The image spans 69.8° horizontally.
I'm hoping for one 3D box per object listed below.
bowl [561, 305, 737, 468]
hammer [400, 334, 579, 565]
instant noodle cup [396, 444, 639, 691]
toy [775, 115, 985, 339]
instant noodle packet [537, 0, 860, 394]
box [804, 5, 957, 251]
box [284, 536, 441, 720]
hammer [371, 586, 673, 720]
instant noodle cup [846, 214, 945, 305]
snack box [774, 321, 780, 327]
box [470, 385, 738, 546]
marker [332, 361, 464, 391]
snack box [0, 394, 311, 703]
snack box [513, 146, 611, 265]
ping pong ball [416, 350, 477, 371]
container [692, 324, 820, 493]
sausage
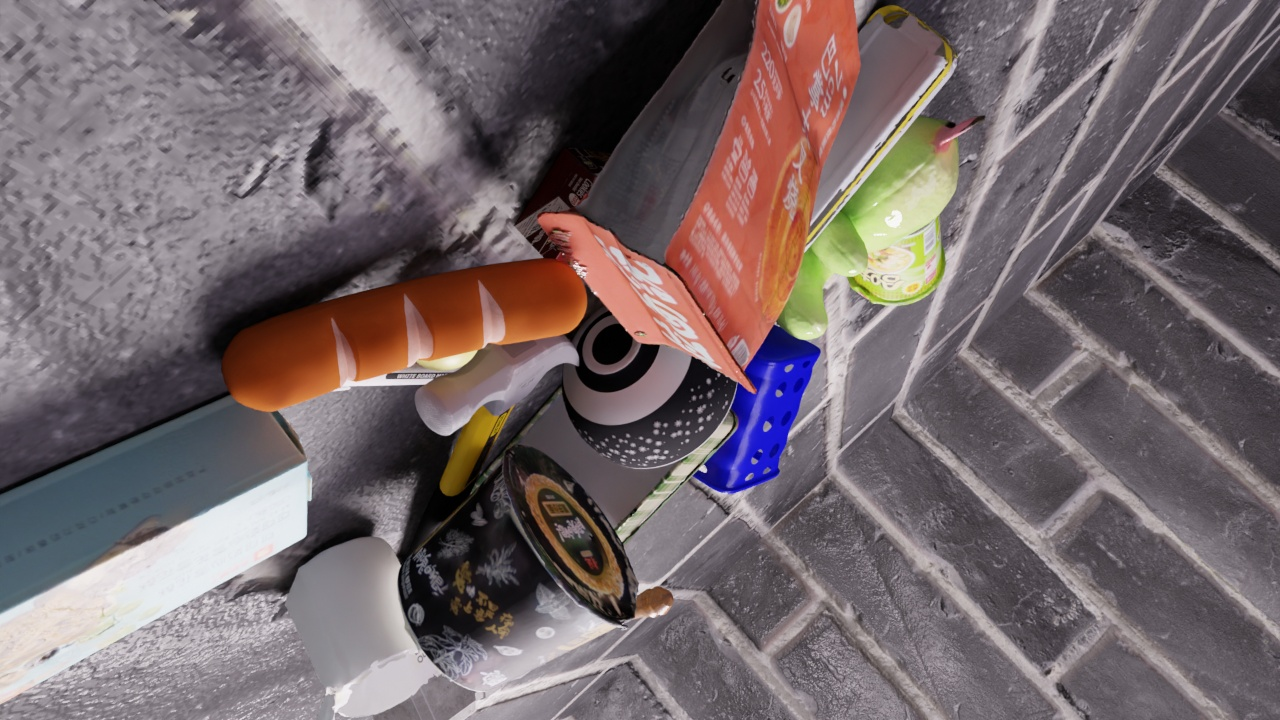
[{"bbox_3d":[-0.004,0.003,0.602,0.120,0.120,0.066,-44,141,2],"label":"bowl"},{"bbox_3d":[-0.123,0.081,0.619,0.126,0.029,0.325,-38,167,-40],"label":"hammer"},{"bbox_3d":[-0.083,0.142,0.599,0.112,0.137,0.137,-38,163,11],"label":"instant noodle cup"},{"bbox_3d":[0.156,-0.112,0.690,0.197,0.107,0.150,-57,178,12],"label":"toy"},{"bbox_3d":[0.062,-0.113,0.477,0.220,0.084,0.164,-60,153,-8],"label":"instant noodle packet"},{"bbox_3d":[0.123,-0.137,0.621,0.037,0.064,0.210,0,134,-54],"label":"box"},{"bbox_3d":[-0.188,0.194,0.582,0.125,0.156,0.085,-2,133,-48],"label":"box"},{"bbox_3d":[-0.089,0.235,0.784,0.319,0.083,0.162,-28,176,38],"label":"hammer"},{"bbox_3d":[0.244,-0.119,0.872,0.099,0.099,0.108,-41,154,-7],"label":"instant noodle cup"},{"bbox_3d":[0.066,0.010,0.825,0.180,0.045,0.121,-41,160,-23],"label":"snack box"},{"bbox_3d":[-0.033,0.078,0.691,0.206,0.117,0.051,-50,159,14],"label":"box"},{"bbox_3d":[-0.128,0.006,0.488,0.133,0.017,0.020,1,117,-64],"label":"marker"},{"bbox_3d":[-0.231,0.082,0.393,0.174,0.053,0.075,-28,157,-36],"label":"snack box"},{"bbox_3d":[-0.005,-0.084,0.520,0.051,0.032,0.140,-52,160,25],"label":"snack box"},{"bbox_3d":[-0.100,-0.014,0.465,0.040,0.040,0.040,-38,161,-16],"label":"ping pong ball"},{"bbox_3d":[0.075,0.029,0.719,0.084,0.085,0.114,-11,124,-49],"label":"container"},{"bbox_3d":[-0.103,-0.015,0.417,0.164,0.044,0.039,-16,128,-24],"label":"sausage"}]
